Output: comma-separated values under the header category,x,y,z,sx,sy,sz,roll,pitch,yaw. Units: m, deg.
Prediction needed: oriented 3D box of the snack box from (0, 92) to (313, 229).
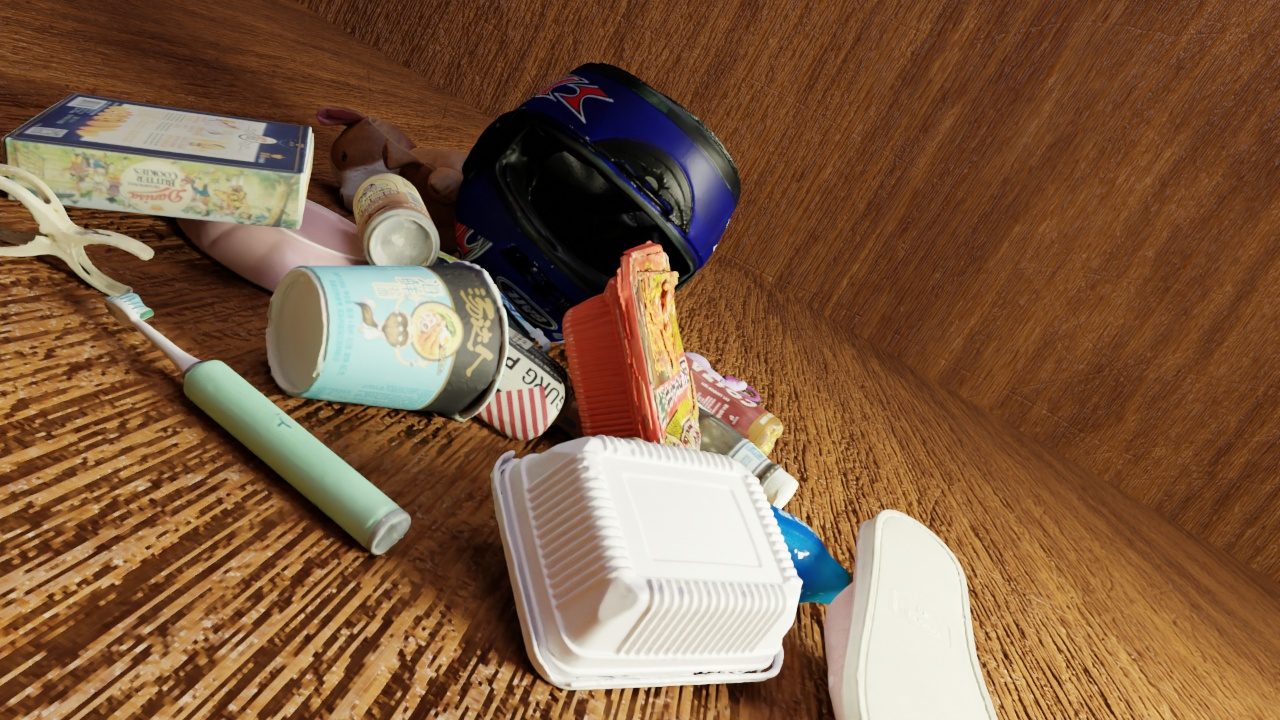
category,x,y,z,sx,sy,sz,roll,pitch,yaw
snack box,-0.343,-0.151,0.684,0.182,0.046,0.178,5,22,-19

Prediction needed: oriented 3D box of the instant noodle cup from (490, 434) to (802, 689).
category,x,y,z,sx,sy,sz,roll,pitch,yaw
instant noodle cup,0.014,0.101,0.502,0.173,0.060,0.138,14,42,-38

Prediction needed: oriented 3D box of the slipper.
category,x,y,z,sx,sy,sz,roll,pitch,yaw
slipper,0.164,0.193,0.570,0.114,0.055,0.273,31,30,-5

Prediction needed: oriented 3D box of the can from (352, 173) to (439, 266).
category,x,y,z,sx,sy,sz,roll,pitch,yaw
can,-0.202,-0.112,0.752,0.058,0.058,0.116,22,16,-30

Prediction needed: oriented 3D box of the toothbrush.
category,x,y,z,sx,sy,sz,roll,pitch,yaw
toothbrush,-0.209,0.027,0.483,0.224,0.027,0.027,34,36,16

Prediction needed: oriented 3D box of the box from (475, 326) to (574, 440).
category,x,y,z,sx,sy,sz,roll,pitch,yaw
box,-0.131,0.001,0.686,0.163,0.076,0.087,35,34,7

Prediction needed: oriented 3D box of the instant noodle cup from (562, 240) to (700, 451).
category,x,y,z,sx,sy,sz,roll,pitch,yaw
instant noodle cup,-0.004,0.004,0.725,0.079,0.189,0.164,-9,8,12

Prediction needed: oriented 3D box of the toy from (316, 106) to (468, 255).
category,x,y,z,sx,sy,sz,roll,pitch,yaw
toy,-0.268,-0.197,1.010,0.199,0.140,0.130,32,55,14

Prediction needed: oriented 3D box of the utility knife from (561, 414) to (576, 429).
category,x,y,z,sx,sy,sz,roll,pitch,yaw
utility knife,-0.121,0.002,0.767,0.198,0.021,0.031,29,13,27

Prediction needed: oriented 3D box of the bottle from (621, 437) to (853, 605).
category,x,y,z,sx,sy,sz,roll,pitch,yaw
bottle,0.070,0.125,0.638,0.218,0.065,0.065,27,14,-15

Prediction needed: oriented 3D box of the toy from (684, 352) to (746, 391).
category,x,y,z,sx,sy,sz,roll,pitch,yaw
toy,0.060,0.018,1.027,0.083,0.039,0.108,-14,25,-17

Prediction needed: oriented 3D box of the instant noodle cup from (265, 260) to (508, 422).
category,x,y,z,sx,sy,sz,roll,pitch,yaw
instant noodle cup,-0.164,-0.014,0.583,0.120,0.111,0.111,2,30,-47

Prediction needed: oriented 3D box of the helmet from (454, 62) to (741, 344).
category,x,y,z,sx,sy,sz,roll,pitch,yaw
helmet,-0.058,-0.134,0.894,0.247,0.240,0.315,39,-1,-18

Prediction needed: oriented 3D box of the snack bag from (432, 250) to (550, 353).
category,x,y,z,sx,sy,sz,roll,pitch,yaw
snack bag,-0.147,-0.058,0.791,0.191,0.038,0.110,28,-22,54

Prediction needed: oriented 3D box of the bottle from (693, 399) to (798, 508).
category,x,y,z,sx,sy,sz,roll,pitch,yaw
bottle,0.061,0.068,0.861,0.195,0.044,0.080,38,3,22

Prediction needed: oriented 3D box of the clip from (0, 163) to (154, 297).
category,x,y,z,sx,sy,sz,roll,pitch,yaw
clip,-0.350,-0.065,0.535,0.104,0.082,0.034,46,5,-28

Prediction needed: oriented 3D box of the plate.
category,x,y,z,sx,sy,sz,roll,pitch,yaw
plate,-0.277,-0.098,0.756,0.192,0.039,0.192,29,13,-8

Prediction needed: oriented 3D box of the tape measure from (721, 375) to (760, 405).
category,x,y,z,sx,sy,sz,roll,pitch,yaw
tape measure,0.106,0.047,1.049,0.057,0.039,0.057,31,19,1

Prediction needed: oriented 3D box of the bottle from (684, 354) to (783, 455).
category,x,y,z,sx,sy,sz,roll,pitch,yaw
bottle,0.060,0.038,0.940,0.175,0.057,0.057,36,15,19

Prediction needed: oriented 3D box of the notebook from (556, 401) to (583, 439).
category,x,y,z,sx,sy,sz,roll,pitch,yaw
notebook,0.024,0.094,0.773,0.208,0.008,0.147,36,15,24
